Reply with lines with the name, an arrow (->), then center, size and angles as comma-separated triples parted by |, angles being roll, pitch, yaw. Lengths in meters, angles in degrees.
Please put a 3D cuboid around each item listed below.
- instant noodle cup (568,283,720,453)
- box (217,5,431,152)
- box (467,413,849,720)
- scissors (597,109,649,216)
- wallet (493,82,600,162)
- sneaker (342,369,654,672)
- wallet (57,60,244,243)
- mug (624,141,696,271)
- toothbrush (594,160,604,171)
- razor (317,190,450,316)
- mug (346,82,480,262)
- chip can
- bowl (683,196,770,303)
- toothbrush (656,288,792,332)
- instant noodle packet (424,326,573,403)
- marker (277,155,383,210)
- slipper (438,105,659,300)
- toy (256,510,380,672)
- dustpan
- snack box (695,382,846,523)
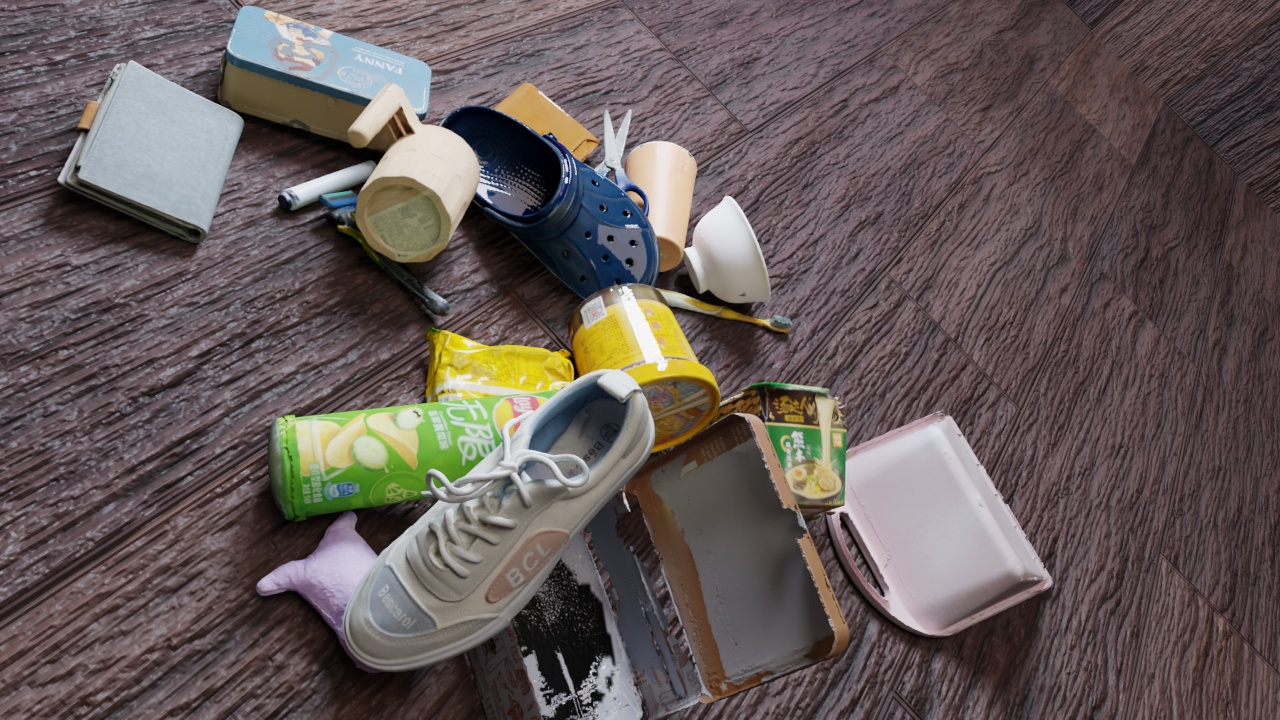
instant noodle cup -> -0.005, 0.005, 0.796 | 0.118, 0.119, 0.114 | 4, 50, -33
box -> -0.270, -0.244, 0.814 | 0.184, 0.059, 0.089 | 10, 48, -22
box -> -0.014, 0.158, 0.626 | 0.156, 0.227, 0.180 | 8, 55, -50
scissors -> -0.038, -0.196, 0.940 | 0.140, 0.012, 0.171 | -25, 59, -13
wallet -> -0.111, -0.224, 0.945 | 0.108, 0.031, 0.131 | 38, 46, -4
sneaker -> -0.085, 0.096, 0.568 | 0.241, 0.091, 0.089 | -42, 71, -15
wallet -> -0.375, -0.162, 0.709 | 0.106, 0.037, 0.129 | 25, 48, -33
mug -> 0.017, -0.157, 0.958 | 0.078, 0.078, 0.122 | 20, 55, -22
toothbrush -> -0.060, -0.175, 0.954 | 0.016, 0.016, 0.179 | 44, 45, -11
razor -> -0.214, -0.087, 0.777 | 0.142, 0.022, 0.042 | 45, 28, 2
mug -> -0.193, -0.156, 0.763 | 0.103, 0.084, 0.125 | -85, 155, -55
chip can -> -0.144, 0.063, 0.649 | 0.221, 0.073, 0.072 | -6, 62, -21
bowl -> 0.083, -0.104, 0.957 | 0.064, 0.118, 0.118 | -22, 69, -4
toothbrush -> 0.084, -0.054, 0.964 | 0.191, 0.018, 0.016 | 12, 51, -28
instant noodle packet -> -0.116, 0.031, 0.745 | 0.128, 0.044, 0.110 | 11, 55, -26
marker -> -0.257, -0.157, 0.799 | 0.023, 0.018, 0.130 | 22, 37, 25
slipper -> -0.081, -0.149, 0.845 | 0.253, 0.095, 0.105 | 40, 88, 1
toy -> -0.186, 0.158, 0.604 | 0.108, 0.039, 0.083 | 46, 45, 5
dustpan -> 0.302, 0.170, 0.963 | 0.273, 0.139, 0.222 | 19, 42, -61
snack box -> 0.120, 0.090, 0.828 | 0.117, 0.118, 0.105 | 7, 66, -32
